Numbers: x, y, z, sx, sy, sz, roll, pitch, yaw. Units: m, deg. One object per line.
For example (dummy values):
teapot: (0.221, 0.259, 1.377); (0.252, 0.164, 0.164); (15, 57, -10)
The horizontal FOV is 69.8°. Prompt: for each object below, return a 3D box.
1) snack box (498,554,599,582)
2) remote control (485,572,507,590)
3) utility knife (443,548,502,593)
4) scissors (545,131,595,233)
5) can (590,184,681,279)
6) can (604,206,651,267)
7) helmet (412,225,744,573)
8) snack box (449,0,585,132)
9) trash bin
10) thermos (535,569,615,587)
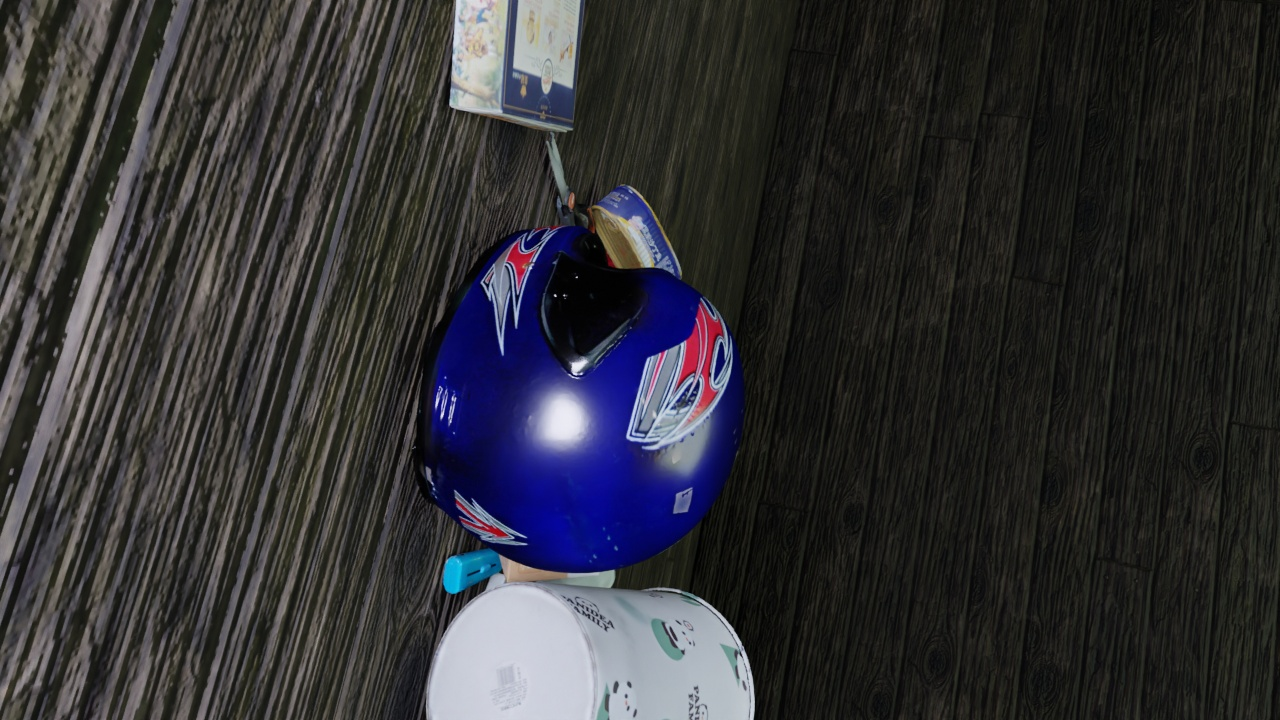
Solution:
snack box: (-0.087, 0.153, 0.893); (0.077, 0.094, 0.093); (-122, -143, -57)
remote control: (-0.159, 0.289, 0.917); (0.058, 0.021, 0.149); (85, 17, -50)
utility knife: (-0.150, 0.198, 0.894); (0.194, 0.018, 0.034); (34, 65, -79)
scissors: (-0.076, -0.146, 0.960); (0.235, 0.022, 0.143); (27, 73, -79)
can: (-0.004, -0.137, 1.097); (0.049, 0.075, 0.148); (-42, 126, -17)
can: (-0.021, -0.133, 1.168); (0.053, 0.053, 0.133); (-23, 122, -77)
helmet: (-0.031, 0.026, 0.772); (0.248, 0.240, 0.314); (89, 14, -45)
snack box: (-0.089, -0.280, 0.721); (0.177, 0.046, 0.182); (-38, 136, -74)
trash bin: (-0.048, 0.317, 0.866); (0.251, 0.230, 0.229); (31, 67, -53)
thermos: (-0.096, 0.283, 1.077); (0.224, 0.073, 0.073); (-17, 116, -72)
